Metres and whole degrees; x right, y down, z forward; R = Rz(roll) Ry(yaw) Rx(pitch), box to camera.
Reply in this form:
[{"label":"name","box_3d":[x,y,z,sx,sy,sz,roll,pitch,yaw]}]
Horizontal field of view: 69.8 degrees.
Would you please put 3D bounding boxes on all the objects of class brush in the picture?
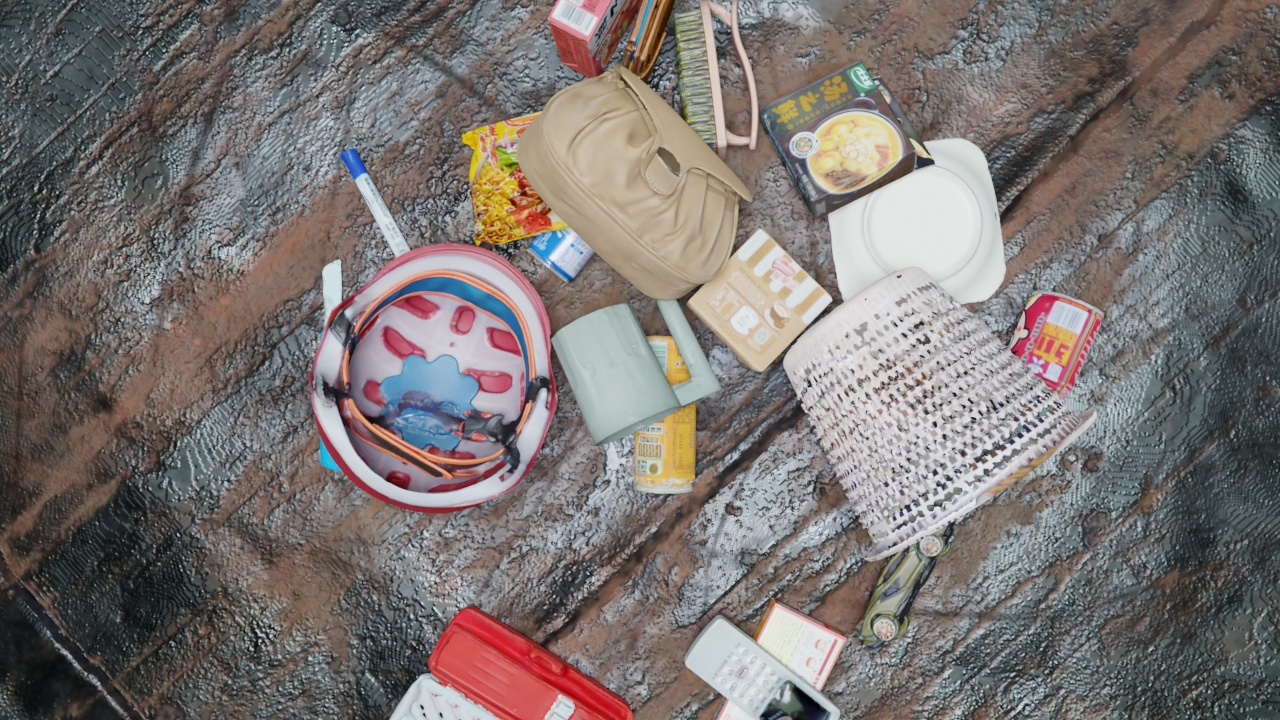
[{"label":"brush","box_3d":[0.070,-0.266,0.863,0.073,0.063,0.145,-6,89,5]}]

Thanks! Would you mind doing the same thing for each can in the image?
[{"label":"can","box_3d":[0.381,-0.011,0.857,0.066,0.066,0.094,23,91,1]},{"label":"can","box_3d":[0.024,0.050,0.868,0.058,0.058,0.146,1,91,1]},{"label":"can","box_3d":[-0.047,-0.140,0.870,0.053,0.053,0.134,39,91,0]}]

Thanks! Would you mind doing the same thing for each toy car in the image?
[{"label":"toy car","box_3d":[0.251,0.203,0.860,0.042,0.070,0.158,31,92,26]}]

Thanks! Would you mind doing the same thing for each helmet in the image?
[{"label":"helmet","box_3d":[-0.186,0.027,0.831,0.207,0.144,0.239,21,61,-12]}]

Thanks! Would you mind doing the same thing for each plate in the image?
[{"label":"plate","box_3d":[0.264,-0.128,0.875,0.164,0.034,0.163,-10,90,2]}]

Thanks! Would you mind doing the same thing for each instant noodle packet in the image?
[{"label":"instant noodle packet","box_3d":[-0.108,-0.173,0.847,0.111,0.044,0.128,-12,62,2]}]

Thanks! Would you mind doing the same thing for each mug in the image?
[{"label":"mug","box_3d":[-0.005,0.005,0.812,0.124,0.084,0.103,-24,81,-10]}]

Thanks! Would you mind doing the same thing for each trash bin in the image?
[{"label":"trash bin","box_3d":[0.237,0.035,0.802,0.227,0.227,0.192,-34,77,1]}]

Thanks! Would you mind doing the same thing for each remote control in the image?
[{"label":"remote control","box_3d":[0.114,0.305,0.860,0.150,0.021,0.058,37,91,3]}]

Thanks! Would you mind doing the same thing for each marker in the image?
[{"label":"marker","box_3d":[-0.250,-0.139,0.893,0.017,0.017,0.146,-29,90,1]}]

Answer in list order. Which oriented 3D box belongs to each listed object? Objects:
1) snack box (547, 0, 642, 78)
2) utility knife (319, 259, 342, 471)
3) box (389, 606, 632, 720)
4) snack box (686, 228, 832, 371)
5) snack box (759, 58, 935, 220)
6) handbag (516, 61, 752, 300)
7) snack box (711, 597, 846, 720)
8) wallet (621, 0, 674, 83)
[{"label":"snack box","box_3d":[-0.031,-0.336,0.838,0.044,0.113,0.127,29,91,2]},{"label":"utility knife","box_3d":[-0.296,0.006,0.894,0.034,0.018,0.208,-1,90,-11]},{"label":"box","box_3d":[-0.126,0.349,0.880,0.201,0.050,0.160,32,83,0]},{"label":"snack box","box_3d":[0.108,-0.054,0.856,0.093,0.077,0.094,44,92,0]},{"label":"snack box","box_3d":[0.192,-0.209,0.853,0.126,0.053,0.113,-27,70,6]},{"label":"handbag","box_3d":[0.003,-0.157,0.788,0.204,0.100,0.147,41,58,-15]},{"label":"snack box","box_3d":[0.128,0.317,0.885,0.077,0.027,0.156,27,91,1]},{"label":"wallet","box_3d":[0.006,-0.299,0.830,0.035,0.130,0.119,16,92,-3]}]
